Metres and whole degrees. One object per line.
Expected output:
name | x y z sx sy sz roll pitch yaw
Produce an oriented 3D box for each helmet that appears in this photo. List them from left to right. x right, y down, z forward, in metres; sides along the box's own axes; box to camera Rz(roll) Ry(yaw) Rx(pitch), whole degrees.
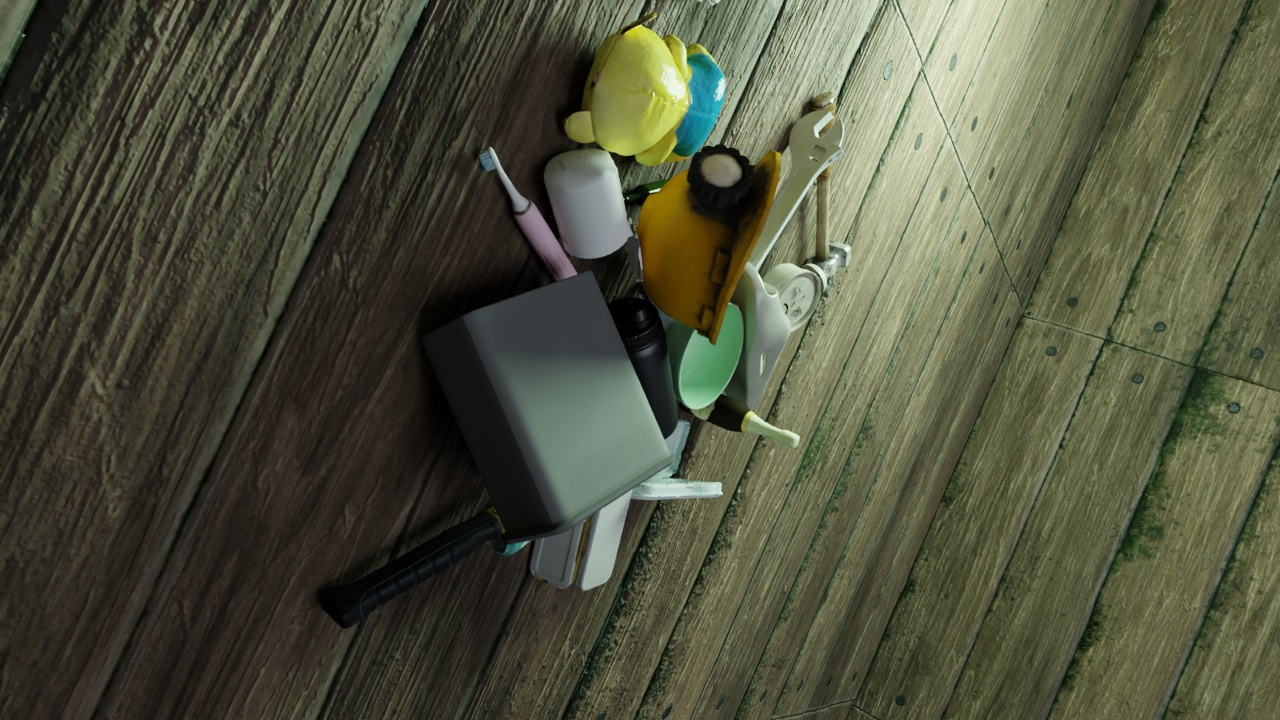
helmet | 0.060 -0.140 1.052 0.256 0.131 0.204 107 0 -62

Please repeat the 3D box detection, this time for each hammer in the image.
hammer | -0.180 0.186 0.984 0.332 0.118 0.025 -27 128 -39
hammer | 0.286 -0.261 1.441 0.121 0.049 0.319 -38 136 -34

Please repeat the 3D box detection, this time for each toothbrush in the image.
toothbrush | -0.110 -0.138 0.948 0.026 0.027 0.223 -28 141 2

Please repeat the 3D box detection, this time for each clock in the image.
clock | 0.240 -0.112 1.433 0.156 0.061 0.103 -33 136 -20

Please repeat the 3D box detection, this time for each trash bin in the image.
trash bin | -0.089 0.042 0.927 0.191 0.098 0.220 -26 94 -46

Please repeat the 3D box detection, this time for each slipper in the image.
slipper | 0.170 -0.035 1.329 0.080 0.113 0.266 -15 131 -15

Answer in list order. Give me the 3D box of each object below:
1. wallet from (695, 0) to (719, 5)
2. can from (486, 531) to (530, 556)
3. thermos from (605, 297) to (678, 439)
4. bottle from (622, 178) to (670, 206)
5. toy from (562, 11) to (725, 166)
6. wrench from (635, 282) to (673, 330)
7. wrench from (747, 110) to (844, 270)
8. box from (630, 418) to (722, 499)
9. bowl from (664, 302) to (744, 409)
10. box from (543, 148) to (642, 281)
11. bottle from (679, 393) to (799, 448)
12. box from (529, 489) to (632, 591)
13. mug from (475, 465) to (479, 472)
wallet | 0.069 -0.452 1.006 0.115 0.037 0.118 -57 143 -16
can | -0.136 0.184 1.082 0.101 0.055 0.055 -31 133 -43
thermos | -0.007 0.007 1.132 0.085 0.086 0.199 -44 141 -33
bottle | 0.009 -0.197 1.086 0.105 0.025 0.025 -25 128 -47
toy | 0.018 -0.286 0.991 0.213 0.084 0.149 -5 111 -58
wrench | 0.056 -0.152 1.176 0.073 0.022 0.273 30 82 -40
wrench | 0.204 -0.237 1.322 0.273 0.087 0.018 -57 148 3
box | 0.025 0.128 1.276 0.214 0.106 0.127 12 76 -57
bowl | 0.069 -0.016 1.238 0.150 0.077 0.151 -34 135 -42
box | -0.044 -0.145 0.982 0.092 0.083 0.166 -19 134 -9
bottle | 0.142 0.083 1.305 0.045 0.185 0.045 -33 134 -42
box | -0.066 0.188 1.148 0.117 0.057 0.210 9 105 -16
mug | -0.136 0.093 1.014 0.103 0.084 0.112 -10 146 -45
